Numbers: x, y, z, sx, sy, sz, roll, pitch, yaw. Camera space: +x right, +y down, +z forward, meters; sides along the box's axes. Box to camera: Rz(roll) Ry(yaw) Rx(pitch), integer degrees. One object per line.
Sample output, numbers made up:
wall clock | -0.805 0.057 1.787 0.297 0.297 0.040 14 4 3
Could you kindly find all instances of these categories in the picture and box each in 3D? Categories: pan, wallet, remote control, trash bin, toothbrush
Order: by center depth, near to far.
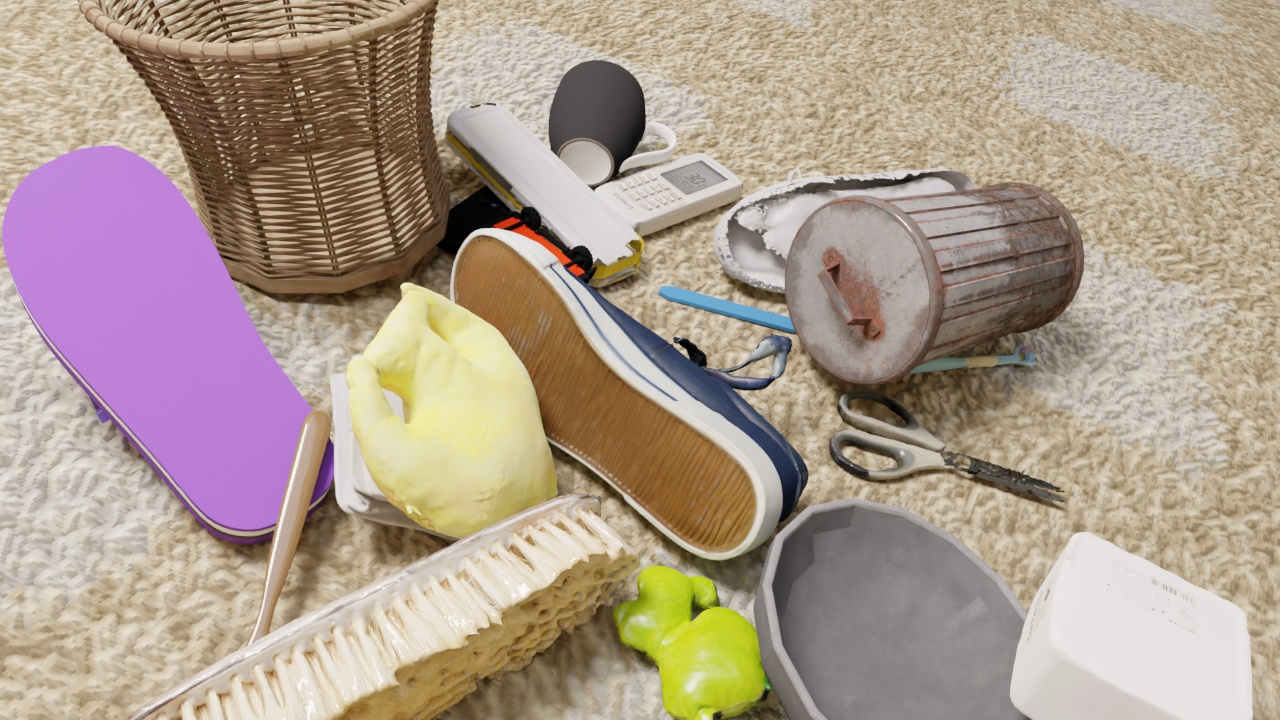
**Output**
pan | 0.096 0.200 0.427 0.178 0.041 0.356 35 40 9
toothbrush | -0.191 0.101 0.491 0.016 0.016 0.166 15 56 -18
wallet | -0.142 0.048 0.553 0.086 0.032 0.116 23 31 -40
trash bin | 0.214 -0.063 0.678 0.210 0.131 0.131 -13 48 -35
toothbrush | 0.241 0.001 0.716 0.155 0.016 0.022 -3 53 -16
toothbrush | 0.096 -0.038 0.726 0.166 0.014 0.016 15 44 5
remote control | -0.119 -0.130 0.773 0.041 0.020 0.151 27 45 16
remote control | 0.026 -0.148 0.816 0.138 0.025 0.060 -26 55 -33

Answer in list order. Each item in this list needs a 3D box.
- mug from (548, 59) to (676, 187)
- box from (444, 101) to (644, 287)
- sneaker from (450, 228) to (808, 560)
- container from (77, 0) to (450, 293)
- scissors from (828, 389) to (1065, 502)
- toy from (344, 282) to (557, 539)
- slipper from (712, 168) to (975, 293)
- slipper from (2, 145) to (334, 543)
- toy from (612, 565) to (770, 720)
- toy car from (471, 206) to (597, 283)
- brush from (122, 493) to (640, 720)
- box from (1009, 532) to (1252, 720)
mug | -0.026 -0.201 0.823 0.119 0.085 0.100 17 48 -9
box | -0.081 -0.142 0.760 0.064 0.033 0.209 -28 64 -39
sneaker | -0.004 0.004 0.616 0.294 0.121 0.127 39 27 23
container | -0.241 -0.182 0.655 0.227 0.197 0.226 1 44 -1
scissors | 0.208 0.075 0.637 0.131 0.013 0.170 -30 59 -33
toy | -0.101 0.036 0.524 0.065 0.155 0.170 -29 23 19
slipper | 0.171 -0.116 0.783 0.246 0.075 0.112 -14 80 -22
slipper | -0.289 0.001 0.564 0.107 0.084 0.266 -33 80 -35
toy | 0.029 0.154 0.499 0.093 0.036 0.094 20 37 16
toy car | -0.083 -0.077 0.703 0.100 0.049 0.051 38 49 25
brush | -0.119 0.144 0.442 0.270 0.083 0.056 -23 54 -32
box | 0.282 0.178 0.467 0.190 0.083 0.110 41 41 9
